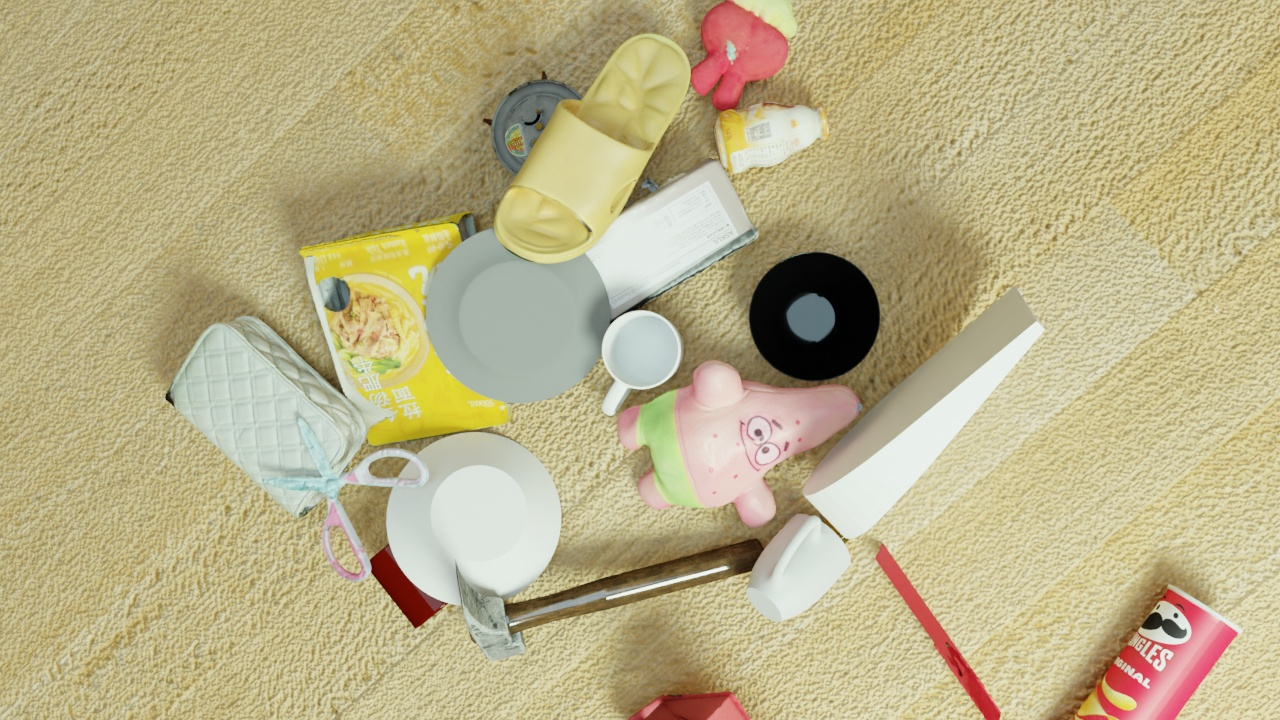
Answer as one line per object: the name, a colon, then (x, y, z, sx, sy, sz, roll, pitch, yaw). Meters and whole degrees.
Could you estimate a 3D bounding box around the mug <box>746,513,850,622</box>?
mug: (0.145, 0.192, 0.868, 0.071, 0.107, 0.089, 34, 60, 29)

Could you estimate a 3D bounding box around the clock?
clock: (-0.087, -0.215, 0.922, 0.104, 0.056, 0.148, -38, 86, 2)

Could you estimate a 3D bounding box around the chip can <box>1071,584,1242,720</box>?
chip can: (0.472, 0.324, 0.873, 0.069, 0.069, 0.220, 34, 94, 4)

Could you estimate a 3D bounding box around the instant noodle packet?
instant noodle packet: (-0.231, -0.027, 0.937, 0.163, 0.084, 0.221, -11, 101, 7)

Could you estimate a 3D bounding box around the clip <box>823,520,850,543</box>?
clip: (0.197, 0.174, 0.912, 0.054, 0.046, 0.048, -42, 132, 3)

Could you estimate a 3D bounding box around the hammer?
hammer: (-0.022, 0.207, 0.873, 0.300, 0.218, 0.037, -13, 60, -7)

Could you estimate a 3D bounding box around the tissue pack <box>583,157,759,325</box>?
tissue pack: (0.015, -0.124, 0.917, 0.181, 0.071, 0.104, -31, 104, 8)

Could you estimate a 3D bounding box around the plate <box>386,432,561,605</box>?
plate: (-0.161, 0.153, 0.908, 0.174, 0.036, 0.173, 4, 73, -15)

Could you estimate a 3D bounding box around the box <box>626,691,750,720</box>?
box: (-0.007, 0.478, 0.857, 0.374, 0.148, 0.213, -33, 89, 1)

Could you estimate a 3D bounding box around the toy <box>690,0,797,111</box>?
toy: (0.101, -0.313, 0.908, 0.091, 0.045, 0.135, 28, 89, 1)

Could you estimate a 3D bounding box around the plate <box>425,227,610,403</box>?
plate: (-0.119, -0.042, 0.891, 0.178, 0.012, 0.178, -1, 107, -4)

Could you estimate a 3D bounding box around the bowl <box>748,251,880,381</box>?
bowl: (0.168, -0.042, 0.903, 0.124, 0.052, 0.124, 0, 91, 5)

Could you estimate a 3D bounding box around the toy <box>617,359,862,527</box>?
toy: (0.096, 0.075, 0.885, 0.237, 0.096, 0.192, -17, 116, 12)

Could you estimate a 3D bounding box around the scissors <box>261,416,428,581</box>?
scissors: (-0.279, 0.125, 0.888, 0.176, 0.013, 0.170, -23, 92, 11)

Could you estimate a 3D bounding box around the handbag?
handbag: (-0.380, 0.055, 0.944, 0.195, 0.072, 0.139, 43, 111, 3)

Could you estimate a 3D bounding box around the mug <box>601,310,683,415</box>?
mug: (-0.005, 0.005, 0.901, 0.074, 0.090, 0.110, 31, 93, 4)

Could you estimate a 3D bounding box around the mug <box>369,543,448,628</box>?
mug: (-0.212, 0.206, 0.934, 0.105, 0.073, 0.082, -39, 87, -4)

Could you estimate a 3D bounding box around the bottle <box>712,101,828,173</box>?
bottle: (0.128, -0.223, 0.899, 0.108, 0.063, 0.063, -11, 90, 5)

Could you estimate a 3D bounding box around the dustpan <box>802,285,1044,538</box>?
dustpan: (0.258, 0.054, 0.822, 0.053, 0.191, 0.258, 46, 111, 3)

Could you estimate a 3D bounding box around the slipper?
slipper: (-0.037, -0.204, 0.857, 0.099, 0.078, 0.263, 33, 77, -1)
